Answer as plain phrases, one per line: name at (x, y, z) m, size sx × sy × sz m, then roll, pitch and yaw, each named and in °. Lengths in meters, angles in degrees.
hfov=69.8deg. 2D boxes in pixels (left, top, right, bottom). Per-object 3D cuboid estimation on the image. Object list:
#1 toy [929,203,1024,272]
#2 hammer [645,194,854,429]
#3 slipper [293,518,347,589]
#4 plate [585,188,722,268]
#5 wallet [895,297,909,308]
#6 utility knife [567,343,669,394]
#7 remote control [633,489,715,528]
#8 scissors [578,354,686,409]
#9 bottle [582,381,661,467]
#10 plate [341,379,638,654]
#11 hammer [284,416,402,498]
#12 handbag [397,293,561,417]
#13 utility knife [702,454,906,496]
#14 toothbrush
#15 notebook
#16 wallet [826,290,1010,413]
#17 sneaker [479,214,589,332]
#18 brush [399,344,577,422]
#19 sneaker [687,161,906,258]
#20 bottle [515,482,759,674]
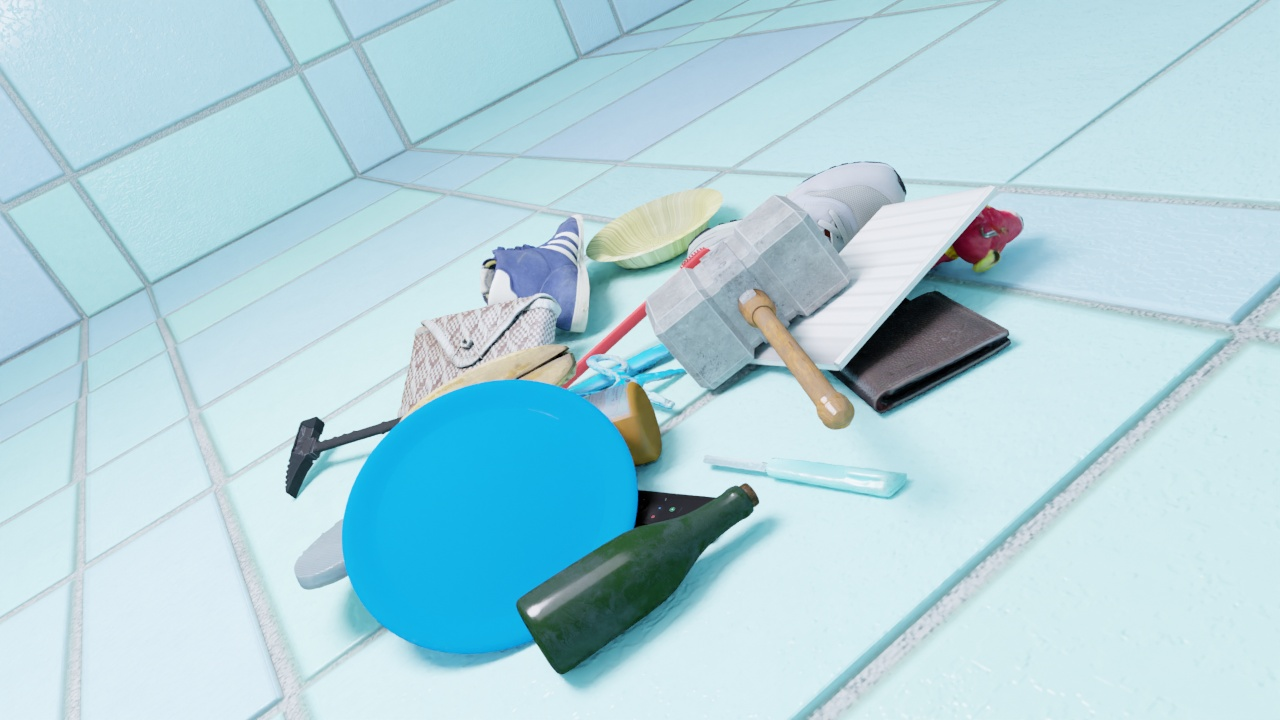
toy at (0.267, -0.110, 0.831) m, size 0.105 × 0.067 × 0.138 m, roll -39°, pitch 22°, yaw -28°
hammer at (0.105, -0.020, 0.704) m, size 0.163 × 0.083 × 0.317 m, roll -39°, pitch 20°, yaw 8°
slipper at (-0.189, 0.130, 0.796) m, size 0.098 × 0.055 × 0.267 m, roll -9°, pitch 18°, yaw 34°
plate at (0.023, -0.157, 1.157) m, size 0.184 × 0.036 × 0.184 m, roll -20°, pitch 26°, yaw 10°
wallet at (0.185, -0.045, 0.828) m, size 0.091 × 0.018 × 0.115 m, roll -27°, pitch 28°, yaw -7°
utility knife at (-0.005, 0.005, 0.899) m, size 0.221 × 0.015 × 0.031 m, roll -27°, pitch 30°, yaw 2°
remote control at (-0.003, 0.113, 0.693) m, size 0.150 × 0.013 × 0.034 m, roll -1°, pitch 34°, yaw 40°
scissors at (-0.022, 0.023, 0.839) m, size 0.139 × 0.011 × 0.134 m, roll -19°, pitch 31°, yaw -36°
bottle at (-0.066, 0.072, 0.765) m, size 0.157 × 0.068 × 0.067 m, roll -18°, pitch 26°, yaw 13°
plate at (-0.112, 0.113, 0.693) m, size 0.224 × 0.024 × 0.223 m, roll -4°, pitch 54°, yaw 6°
hammer at (-0.229, 0.064, 0.934) m, size 0.326 × 0.015 × 0.094 m, roll -17°, pitch 47°, yaw 21°
handbag at (-0.175, -0.001, 0.972) m, size 0.186 × 0.047 × 0.124 m, roll -11°, pitch 60°, yaw 26°
utility knife at (0.109, 0.077, 0.660) m, size 0.166 × 0.015 × 0.022 m, roll 4°, pitch 37°, yaw 42°
toothbrush at (-0.010, -0.041, 0.926) m, size 0.212 × 0.012 × 0.018 m, roll -42°, pitch 26°, yaw 3°
notebook at (0.192, -0.070, 0.784) m, size 0.209 × 0.009 × 0.143 m, roll -46°, pitch 18°, yaw -15°
wallet at (0.212, -0.011, 0.726) m, size 0.120 × 0.031 × 0.099 m, roll -26°, pitch 29°, yaw -5°
sneaker at (-0.129, -0.109, 1.092) m, size 0.118 × 0.092 × 0.232 m, roll 4°, pitch 34°, yaw -10°
brush at (-0.147, 0.036, 0.867) m, size 0.195 × 0.059 × 0.043 m, roll -26°, pitch -5°, yaw 12°
sneaker at (0.147, -0.107, 0.913) m, size 0.240 × 0.089 × 0.124 m, roll -21°, pitch 29°, yaw 28°
bottle at (0.005, 0.133, 0.603) m, size 0.174 × 0.055 × 0.055 m, roll -31°, pitch 26°, yaw -16°
